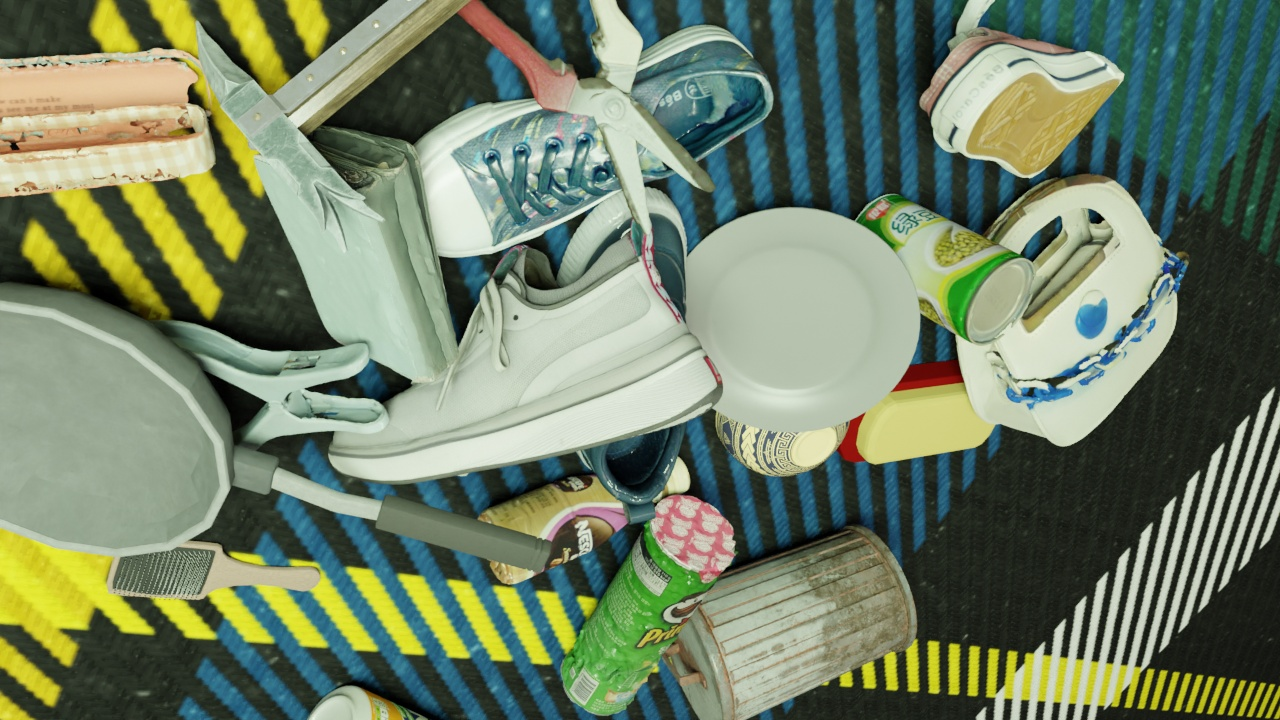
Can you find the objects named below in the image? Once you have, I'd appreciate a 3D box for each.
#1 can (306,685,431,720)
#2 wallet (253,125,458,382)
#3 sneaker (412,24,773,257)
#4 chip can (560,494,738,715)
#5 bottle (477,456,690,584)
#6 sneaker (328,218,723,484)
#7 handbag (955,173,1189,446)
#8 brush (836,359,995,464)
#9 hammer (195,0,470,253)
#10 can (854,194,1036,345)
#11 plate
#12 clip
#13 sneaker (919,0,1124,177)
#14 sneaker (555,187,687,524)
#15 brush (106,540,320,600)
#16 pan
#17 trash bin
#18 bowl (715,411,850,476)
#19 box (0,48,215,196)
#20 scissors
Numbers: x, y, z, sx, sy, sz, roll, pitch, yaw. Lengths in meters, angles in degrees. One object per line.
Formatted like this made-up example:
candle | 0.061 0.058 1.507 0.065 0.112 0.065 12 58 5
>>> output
can | -0.207 0.329 0.759 0.079 0.079 0.142 -39 131 4
wallet | -0.149 -0.057 0.502 0.054 0.100 0.132 -36 137 -35
sneaker | -0.028 -0.117 0.530 0.235 0.079 0.087 -26 130 -7
chip can | 0.001 0.208 0.753 0.075 0.075 0.224 3 133 -28
bottle | -0.039 0.114 0.704 0.165 0.059 0.060 -19 129 -24
sneaker | -0.088 0.002 0.563 0.263 0.128 0.096 -16 175 19
handbag | 0.344 -0.046 0.738 0.200 0.093 0.199 -44 122 -12
brush | 0.249 0.048 0.806 0.173 0.042 0.082 -6 125 -22
hammer | -0.067 -0.207 0.443 0.316 0.147 0.028 -42 162 -6
can | 0.208 -0.067 0.651 0.067 0.121 0.067 -20 130 -26
plate | 0.106 -0.026 0.656 0.178 0.012 0.179 4 120 8
clip | -0.236 -0.001 0.511 0.172 0.029 0.141 -11 128 8
sneaker | 0.241 -0.183 0.611 0.240 0.088 0.118 -12 143 -48
sneaker | -0.004 0.004 0.621 0.089 0.087 0.236 -11 126 -20
brush | -0.289 0.150 0.634 0.135 0.015 0.050 14 115 -33
pan | -0.221 0.058 0.510 0.357 0.041 0.179 18 126 -11
trash bin | 0.123 0.239 0.824 0.210 0.130 0.131 -16 128 -17
bowl | 0.124 0.051 0.734 0.112 0.061 0.113 -13 127 -18
box | -0.294 -0.106 0.418 0.186 0.083 0.043 -12 141 -21
scissors | -0.036 -0.169 0.479 0.193 0.015 0.179 14 94 -5
